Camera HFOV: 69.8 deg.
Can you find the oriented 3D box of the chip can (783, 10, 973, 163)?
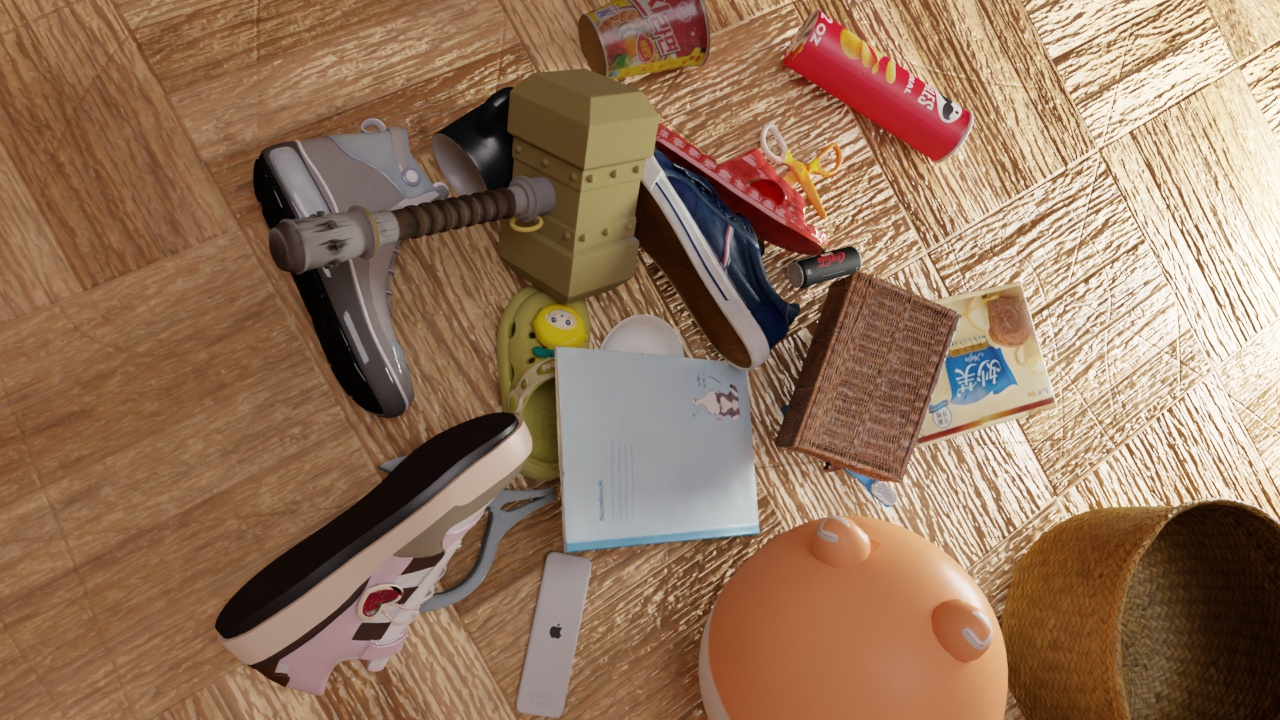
[{"bbox_3d":[0.273,-0.312,1.053,0.220,0.069,0.069,28,72,-14],"label":"chip can"}]

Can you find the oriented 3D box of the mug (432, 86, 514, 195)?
[{"bbox_3d":[-0.131,-0.208,0.854,0.094,0.122,0.085,-40,79,-23],"label":"mug"}]

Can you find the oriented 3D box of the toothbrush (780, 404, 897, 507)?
[{"bbox_3d":[0.216,0.103,0.990,0.166,0.014,0.016,41,69,-9],"label":"toothbrush"}]

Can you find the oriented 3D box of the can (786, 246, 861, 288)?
[{"bbox_3d":[0.202,-0.103,1.011,0.080,0.032,0.031,-16,87,-22],"label":"can"}]

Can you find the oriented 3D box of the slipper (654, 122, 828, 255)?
[{"bbox_3d":[0.098,-0.190,0.949,0.248,0.103,0.059,31,86,-11],"label":"slipper"}]

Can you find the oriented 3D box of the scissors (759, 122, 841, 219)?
[{"bbox_3d":[0.177,-0.217,1.032,0.125,0.011,0.131,-44,96,-23],"label":"scissors"}]

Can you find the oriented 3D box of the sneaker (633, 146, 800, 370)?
[{"bbox_3d":[0.063,-0.139,0.915,0.127,0.121,0.294,-42,102,-17],"label":"sneaker"}]

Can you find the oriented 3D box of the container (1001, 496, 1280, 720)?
[{"bbox_3d":[0.549,0.302,0.987,0.306,0.197,0.306,3,82,-20],"label":"container"}]

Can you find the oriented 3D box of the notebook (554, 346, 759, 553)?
[{"bbox_3d":[0.023,0.084,0.874,0.253,0.009,0.181,4,79,-43],"label":"notebook"}]

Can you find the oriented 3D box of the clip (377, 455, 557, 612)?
[{"bbox_3d":[-0.166,0.167,0.828,0.168,0.031,0.164,15,78,-16],"label":"clip"}]

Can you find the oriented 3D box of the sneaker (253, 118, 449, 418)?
[{"bbox_3d":[-0.225,-0.088,0.823,0.160,0.093,0.256,-26,92,-31],"label":"sneaker"}]

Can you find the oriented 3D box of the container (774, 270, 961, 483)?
[{"bbox_3d":[0.224,0.020,0.921,0.113,0.114,0.198,21,86,1],"label":"container"}]

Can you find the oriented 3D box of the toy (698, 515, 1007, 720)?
[{"bbox_3d":[0.191,0.261,0.809,0.263,0.281,0.264,35,50,23],"label":"toy"}]

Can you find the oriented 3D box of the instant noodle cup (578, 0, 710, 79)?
[{"bbox_3d":[0.001,-0.337,0.945,0.112,0.100,0.100,-23,89,-15],"label":"instant noodle cup"}]

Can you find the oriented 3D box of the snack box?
[{"bbox_3d":[0.360,0.004,1.040,0.207,0.055,0.153,-12,85,-22],"label":"snack box"}]

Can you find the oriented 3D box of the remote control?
[{"bbox_3d":[-0.080,0.254,0.855,0.045,0.008,0.146,15,76,-17],"label":"remote control"}]

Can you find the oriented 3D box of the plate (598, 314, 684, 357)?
[{"bbox_3d":[-0.005,0.005,0.907,0.104,0.026,0.104,-6,102,-32],"label":"plate"}]

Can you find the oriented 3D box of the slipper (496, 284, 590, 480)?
[{"bbox_3d":[-0.086,0.016,0.856,0.091,0.082,0.190,4,82,-18],"label":"slipper"}]

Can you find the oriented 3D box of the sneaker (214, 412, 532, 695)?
[{"bbox_3d":[-0.192,0.167,0.760,0.293,0.112,0.116,-39,111,-10],"label":"sneaker"}]

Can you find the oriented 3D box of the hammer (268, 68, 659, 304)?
[{"bbox_3d":[-0.142,-0.123,0.750,0.323,0.101,0.191,-22,133,-42],"label":"hammer"}]
